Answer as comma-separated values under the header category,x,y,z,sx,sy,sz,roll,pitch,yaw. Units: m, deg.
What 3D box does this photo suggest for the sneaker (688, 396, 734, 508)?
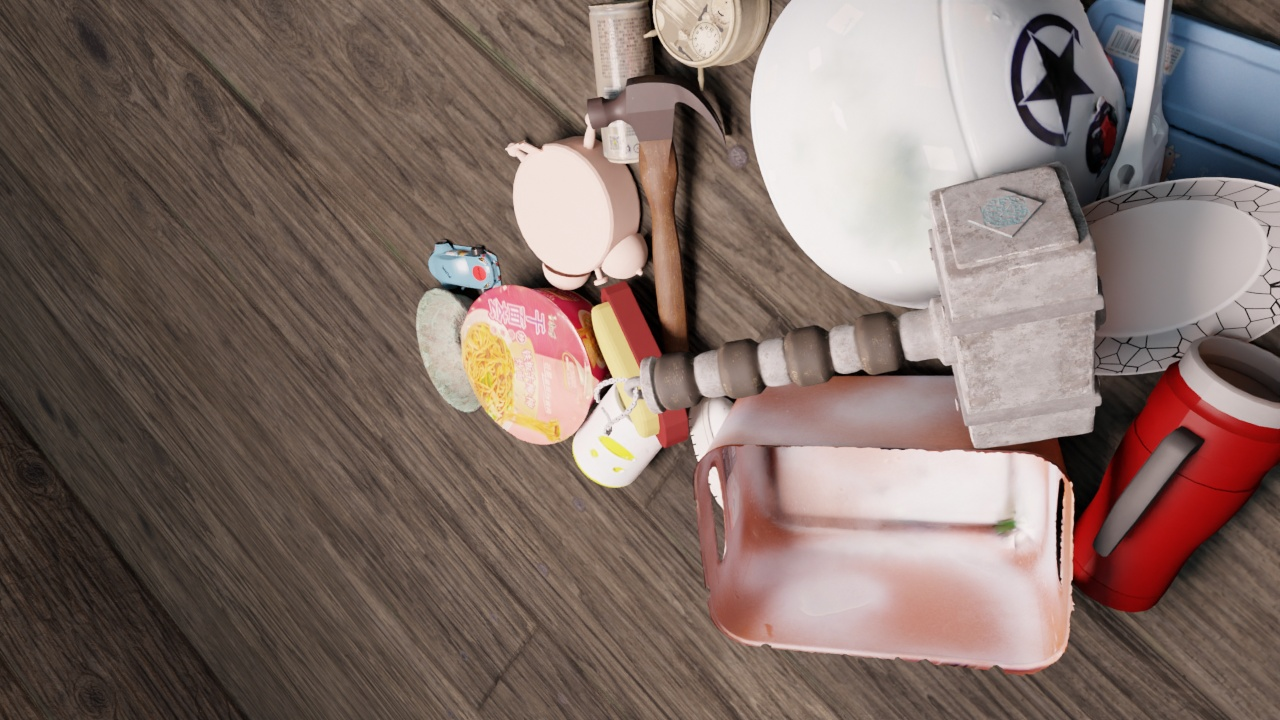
category,x,y,z,sx,sy,sz,roll,pitch,yaw
sneaker,0.140,0.128,0.876,0.104,0.090,0.236,-28,85,24

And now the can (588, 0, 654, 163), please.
category,x,y,z,sx,sy,sz,roll,pitch,yaw
can,-0.013,-0.249,0.821,0.054,0.054,0.136,13,120,36

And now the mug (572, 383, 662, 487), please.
category,x,y,z,sx,sy,sz,roll,pitch,yaw
mug,-0.015,0.073,0.972,0.082,0.082,0.106,47,133,12

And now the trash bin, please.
category,x,y,z,sx,sy,sz,roll,pitch,yaw
trash bin,0.191,0.114,0.720,0.260,0.157,0.182,-1,112,20

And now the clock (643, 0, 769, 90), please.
category,x,y,z,sx,sy,sz,roll,pitch,yaw
clock,0.060,-0.295,0.733,0.093,0.054,0.141,47,136,12

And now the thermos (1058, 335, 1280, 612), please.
category,x,y,z,sx,sy,sz,roll,pitch,yaw
thermos,0.363,0.087,0.634,0.084,0.107,0.199,46,139,37

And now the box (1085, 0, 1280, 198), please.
category,x,y,z,sx,sy,sz,roll,pitch,yaw
box,0.360,-0.138,0.579,0.209,0.020,0.126,33,129,24

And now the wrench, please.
category,x,y,z,sx,sy,sz,roll,pitch,yaw
wrench,0.303,-0.217,0.534,0.018,0.066,0.274,13,117,37

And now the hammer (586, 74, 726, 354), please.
category,x,y,z,sx,sy,sz,roll,pitch,yaw
hammer,0.026,-0.101,0.854,0.115,0.033,0.323,-4,123,4

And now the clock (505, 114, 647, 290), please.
category,x,y,z,sx,sy,sz,roll,pitch,yaw
clock,-0.070,-0.148,0.909,0.131,0.086,0.160,-6,114,43

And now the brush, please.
category,x,y,z,sx,sy,sz,roll,pitch,yaw
brush,-0.005,0.005,0.898,0.082,0.042,0.173,87,161,-61

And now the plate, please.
category,x,y,z,sx,sy,sz,roll,pitch,yaw
plate,0.327,-0.052,0.589,0.188,0.016,0.189,5,144,3

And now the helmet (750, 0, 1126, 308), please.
category,x,y,z,sx,sy,sz,roll,pitch,yaw
helmet,0.179,-0.141,0.620,0.237,0.163,0.264,3,120,46

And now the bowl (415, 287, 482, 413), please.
category,x,y,z,sx,sy,sz,roll,pitch,yaw
bowl,-0.215,-0.016,1.117,0.158,0.038,0.158,24,124,41

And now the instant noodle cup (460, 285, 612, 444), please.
category,x,y,z,sx,sy,sz,roll,pitch,yaw
instant noodle cup,-0.103,-0.005,1.002,0.179,0.077,0.179,14,116,31

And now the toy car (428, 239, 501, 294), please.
category,x,y,z,sx,sy,sz,roll,pitch,yaw
toy car,-0.214,-0.108,1.087,0.108,0.027,0.060,12,119,37

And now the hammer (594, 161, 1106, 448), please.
category,x,y,z,sx,sy,sz,roll,pitch,yaw
hammer,0.117,-0.005,0.586,0.327,0.079,0.177,-11,139,18
